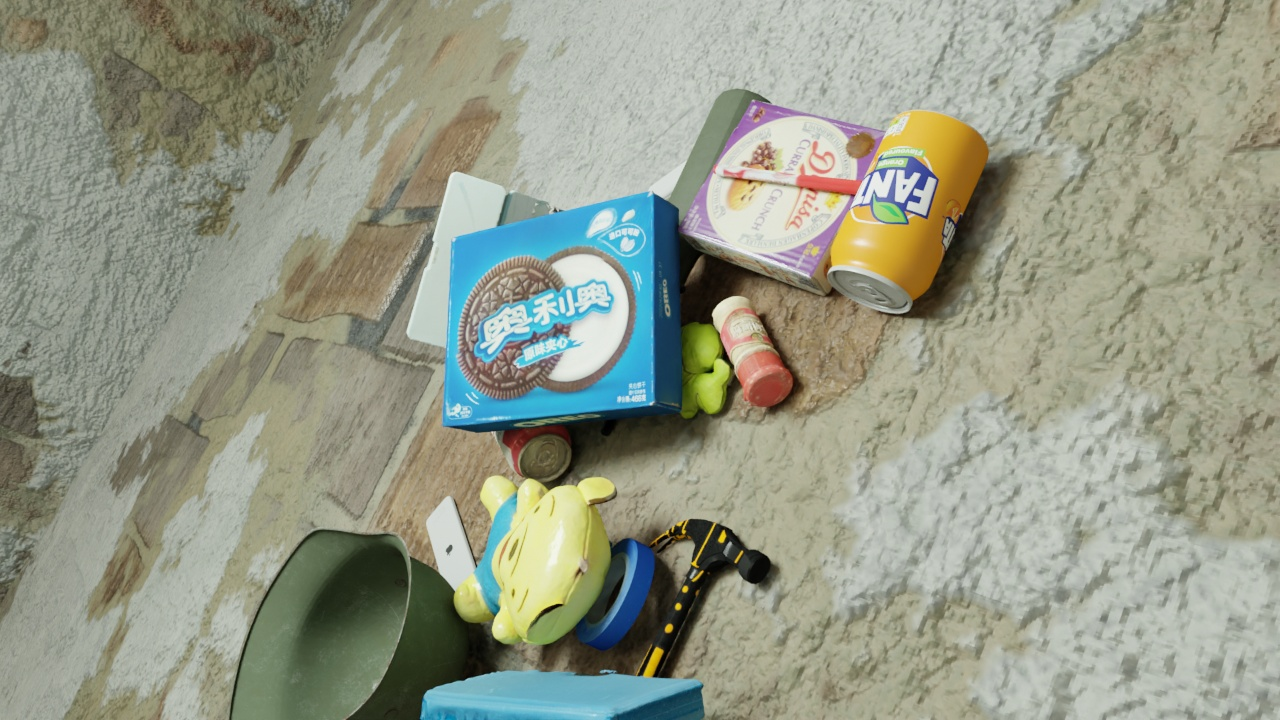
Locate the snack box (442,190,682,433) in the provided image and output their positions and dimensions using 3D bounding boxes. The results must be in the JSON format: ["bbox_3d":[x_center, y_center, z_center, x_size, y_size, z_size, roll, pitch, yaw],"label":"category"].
[{"bbox_3d":[-0.075,-0.039,0.860,0.239,0.056,0.195,-8,75,29],"label":"snack box"}]

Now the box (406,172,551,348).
[{"bbox_3d":[-0.183,-0.105,1.059,0.049,0.136,0.197,25,99,55],"label":"box"}]

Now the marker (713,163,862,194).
[{"bbox_3d":[0.123,-0.156,0.782,0.142,0.013,0.012,15,75,33],"label":"marker"}]

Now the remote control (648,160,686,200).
[{"bbox_3d":[0.060,-0.211,0.999,0.131,0.012,0.033,-31,43,31],"label":"remote control"}]

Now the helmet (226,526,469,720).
[{"bbox_3d":[-0.254,0.279,0.868,0.269,0.153,0.226,-41,40,29],"label":"helmet"}]

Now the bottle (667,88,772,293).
[{"bbox_3d":[0.070,-0.163,0.902,0.072,0.071,0.206,9,70,52],"label":"bottle"}]

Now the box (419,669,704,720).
[{"bbox_3d":[-0.059,0.285,0.664,0.232,0.094,0.102,-16,79,44],"label":"box"}]

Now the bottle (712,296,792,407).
[{"bbox_3d":[0.093,-0.009,0.781,0.044,0.044,0.109,-42,38,20],"label":"bottle"}]

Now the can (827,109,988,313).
[{"bbox_3d":[0.203,-0.114,0.701,0.079,0.079,0.142,15,75,53],"label":"can"}]

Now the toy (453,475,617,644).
[{"bbox_3d":[-0.088,0.172,0.796,0.214,0.084,0.148,-19,54,58],"label":"toy"}]

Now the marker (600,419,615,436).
[{"bbox_3d":[-0.005,0.005,0.912,0.011,0.011,0.152,8,71,52],"label":"marker"}]

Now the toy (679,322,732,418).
[{"bbox_3d":[0.049,0.006,0.828,0.094,0.036,0.093,-10,64,47],"label":"toy"}]

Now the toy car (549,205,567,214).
[{"bbox_3d":[-0.101,-0.134,1.111,0.039,0.039,0.112,-49,30,49],"label":"toy car"}]

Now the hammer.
[{"bbox_3d":[-0.011,0.269,0.701,0.123,0.036,0.320,14,72,57],"label":"hammer"}]

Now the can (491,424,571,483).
[{"bbox_3d":[-0.126,0.060,0.963,0.067,0.067,0.170,-52,36,7],"label":"can"}]

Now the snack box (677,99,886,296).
[{"bbox_3d":[0.129,-0.146,0.808,0.148,0.040,0.143,25,83,35],"label":"snack box"}]

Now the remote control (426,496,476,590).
[{"bbox_3d":[-0.204,0.205,0.993,0.045,0.008,0.146,-49,36,9],"label":"remote control"}]

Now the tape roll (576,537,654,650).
[{"bbox_3d":[-0.021,0.192,0.755,0.091,0.016,0.093,-66,16,-18],"label":"tape roll"}]
